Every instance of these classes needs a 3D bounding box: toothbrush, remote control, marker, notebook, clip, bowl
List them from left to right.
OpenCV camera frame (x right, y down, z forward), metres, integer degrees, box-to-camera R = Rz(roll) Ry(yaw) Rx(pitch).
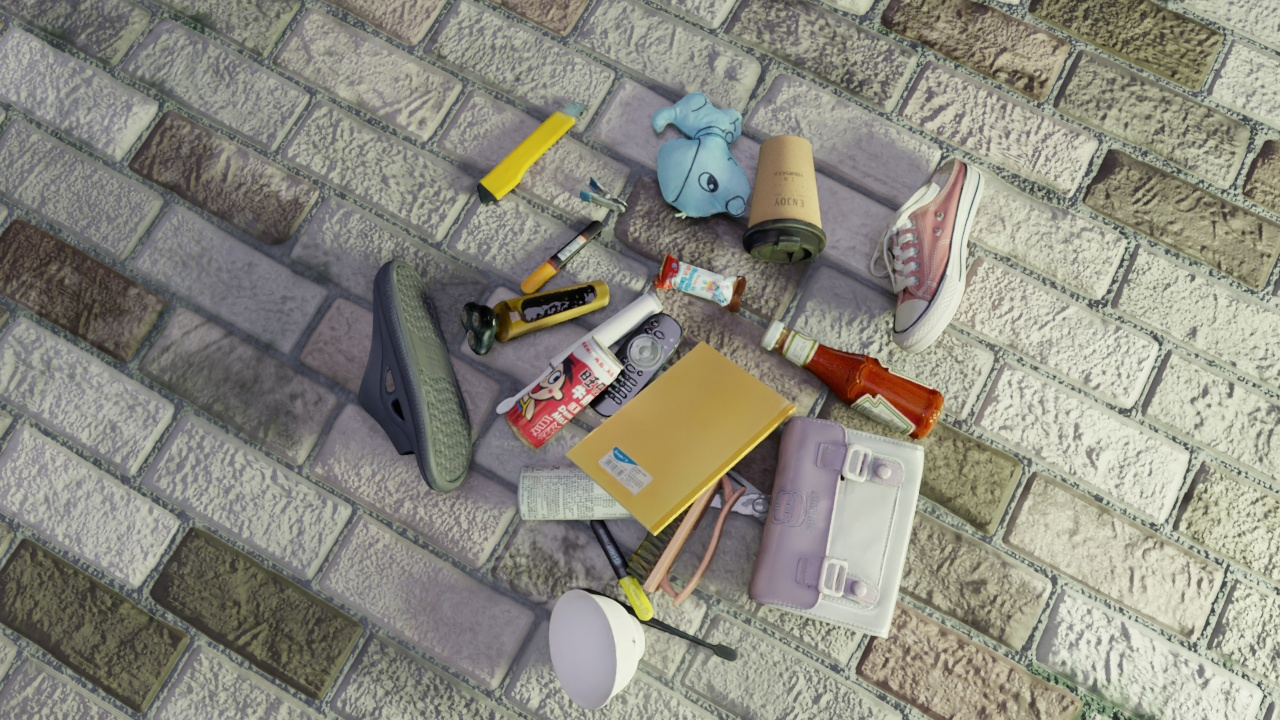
[{"bbox_3d":[-0.090,-0.120,1.065,0.123,0.015,0.018,-44,82,-10],"label":"marker"},{"bbox_3d":[-0.071,-0.006,1.033,0.221,0.026,0.027,-36,87,-6],"label":"toothbrush"},{"bbox_3d":[-0.036,0.290,0.943,0.064,0.119,0.118,0,74,-40],"label":"bowl"},{"bbox_3d":[-0.041,-0.190,1.074,0.058,0.027,0.044,30,72,6],"label":"clip"},{"bbox_3d":[-0.021,0.221,0.984,0.018,0.015,0.124,-28,72,-9],"label":"marker"},{"bbox_3d":[-0.006,0.006,1.029,0.053,0.024,0.136,39,85,13],"label":"remote control"},{"bbox_3d":[0.018,0.281,0.977,0.181,0.018,0.015,21,77,7],"label":"toothbrush"},{"bbox_3d":[0.042,0.075,0.970,0.206,0.010,0.146,-39,53,-19],"label":"notebook"}]

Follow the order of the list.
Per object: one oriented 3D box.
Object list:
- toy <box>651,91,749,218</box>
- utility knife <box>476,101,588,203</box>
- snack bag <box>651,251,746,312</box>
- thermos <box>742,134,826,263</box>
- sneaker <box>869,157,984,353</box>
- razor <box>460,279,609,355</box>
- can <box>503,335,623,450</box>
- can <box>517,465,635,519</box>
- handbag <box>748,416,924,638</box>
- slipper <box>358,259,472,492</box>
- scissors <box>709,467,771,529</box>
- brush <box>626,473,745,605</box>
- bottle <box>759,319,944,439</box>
[{"bbox_3d":[0.069,-0.234,1.069,0.161,0.050,0.156,33,79,13],"label":"toy"},{"bbox_3d":[-0.128,-0.249,1.092,0.033,0.015,0.177,44,81,3],"label":"utility knife"},{"bbox_3d":[0.068,-0.089,1.049,0.105,0.026,0.045,18,75,2],"label":"snack bag"},{"bbox_3d":[0.164,-0.178,1.038,0.093,0.093,0.143,4,71,1],"label":"thermos"},{"bbox_3d":[0.308,-0.126,1.015,0.088,0.118,0.240,24,73,-12],"label":"sneaker"},{"bbox_3d":[-0.116,-0.056,1.029,0.167,0.068,0.062,-16,79,-9],"label":"razor"},{"bbox_3d":[-0.083,0.035,0.998,0.133,0.053,0.053,-42,80,4],"label":"can"},{"bbox_3d":[-0.056,0.142,0.985,0.147,0.058,0.058,-1,78,1],"label":"can"},{"bbox_3d":[0.200,0.168,0.944,0.145,0.098,0.196,13,78,9],"label":"handbag"},{"bbox_3d":[-0.255,0.022,0.999,0.083,0.110,0.268,-21,73,13],"label":"slipper"},{"bbox_3d":[0.153,0.166,1.000,0.224,0.015,0.189,-14,78,-1],"label":"scissors"},{"bbox_3d":[0.050,0.180,0.966,0.073,0.063,0.145,31,85,18],"label":"brush"},{"bbox_3d":[0.229,0.016,1.009,0.206,0.060,0.059,28,80,7],"label":"bottle"}]
